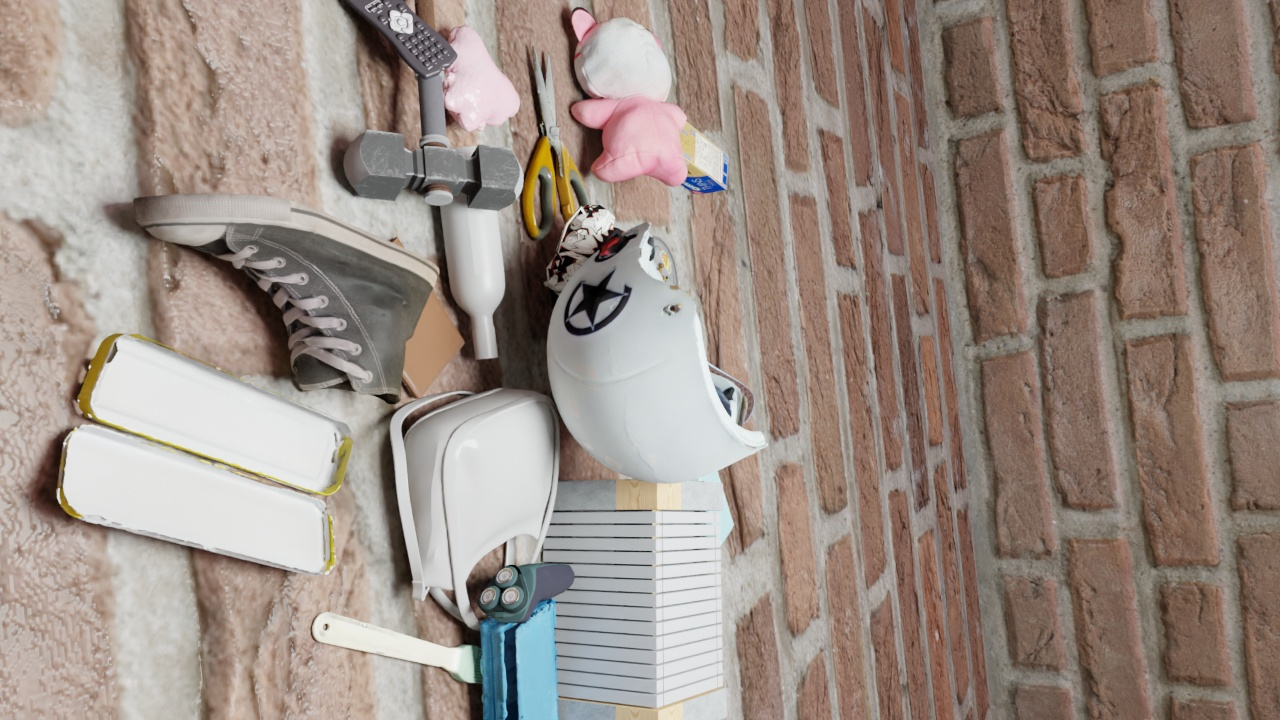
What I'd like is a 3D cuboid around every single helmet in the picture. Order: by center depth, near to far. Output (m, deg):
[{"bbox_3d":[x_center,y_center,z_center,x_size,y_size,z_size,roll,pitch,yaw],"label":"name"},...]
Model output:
[{"bbox_3d":[-0.005,0.005,0.888,0.237,0.164,0.263,59,6,-37],"label":"helmet"}]

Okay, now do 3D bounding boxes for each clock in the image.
[{"bbox_3d":[-0.063,-0.106,0.995,0.114,0.065,0.155,-65,156,-18],"label":"clock"},{"bbox_3d":[0.002,-0.106,1.128,0.148,0.056,0.103,37,54,-53],"label":"clock"}]

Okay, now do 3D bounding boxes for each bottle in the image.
[{"bbox_3d":[-0.157,-0.099,0.867,0.052,0.053,0.195,-9,92,-59],"label":"bottle"}]

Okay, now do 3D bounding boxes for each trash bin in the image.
[{"bbox_3d":[-0.007,0.251,0.966,0.142,0.143,0.246,15,72,-57],"label":"trash bin"}]

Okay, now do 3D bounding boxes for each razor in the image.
[{"bbox_3d":[-0.099,0.212,0.859,0.142,0.047,0.052,15,71,-69],"label":"razor"}]

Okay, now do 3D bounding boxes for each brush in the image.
[{"bbox_3d":[-0.194,0.248,0.787,0.217,0.012,0.033,39,53,-48],"label":"brush"}]

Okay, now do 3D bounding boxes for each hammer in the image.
[{"bbox_3d":[-0.193,-0.292,0.830,0.155,0.043,0.322,1,73,-28],"label":"hammer"}]

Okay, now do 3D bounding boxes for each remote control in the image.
[{"bbox_3d":[-0.214,-0.297,0.792,0.124,0.009,0.046,45,57,-6],"label":"remote control"}]

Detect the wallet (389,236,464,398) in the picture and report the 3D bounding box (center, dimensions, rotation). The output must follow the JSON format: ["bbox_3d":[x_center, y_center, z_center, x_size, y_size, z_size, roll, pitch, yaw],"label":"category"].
[{"bbox_3d":[-0.207,-0.038,0.812,0.121,0.013,0.087,62,37,-29],"label":"wallet"}]

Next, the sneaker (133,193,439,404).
[{"bbox_3d":[-0.255,-0.044,0.669,0.234,0.095,0.119,26,69,-56],"label":"sneaker"}]

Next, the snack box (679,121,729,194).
[{"bbox_3d":[0.049,-0.285,1.238,0.206,0.057,0.056,20,72,-56],"label":"snack box"}]

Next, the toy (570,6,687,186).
[{"bbox_3d":[-0.010,-0.312,1.088,0.141,0.084,0.213,-3,76,-29],"label":"toy"}]

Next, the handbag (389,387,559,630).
[{"bbox_3d":[-0.153,0.146,0.836,0.215,0.096,0.223,-21,116,-57],"label":"handbag"}]

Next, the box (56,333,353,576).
[{"bbox_3d":[-0.289,0.072,0.639,0.209,0.039,0.129,37,45,-51],"label":"box"}]

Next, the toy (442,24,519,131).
[{"bbox_3d":[-0.160,-0.263,0.892,0.102,0.050,0.093,50,48,-37],"label":"toy"}]

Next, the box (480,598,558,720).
[{"bbox_3d":[-0.104,0.348,0.862,0.093,0.049,0.231,-5,95,-58],"label":"box"}]

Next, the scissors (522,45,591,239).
[{"bbox_3d":[-0.092,-0.235,1.033,0.161,0.016,0.225,17,71,-57],"label":"scissors"}]

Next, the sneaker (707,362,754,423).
[{"bbox_3d":[0.030,0.011,1.156,0.241,0.098,0.083,33,80,-29],"label":"sneaker"}]

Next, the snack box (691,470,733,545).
[{"bbox_3d":[0.054,0.150,1.151,0.053,0.075,0.175,-43,121,-54],"label":"snack box"}]
